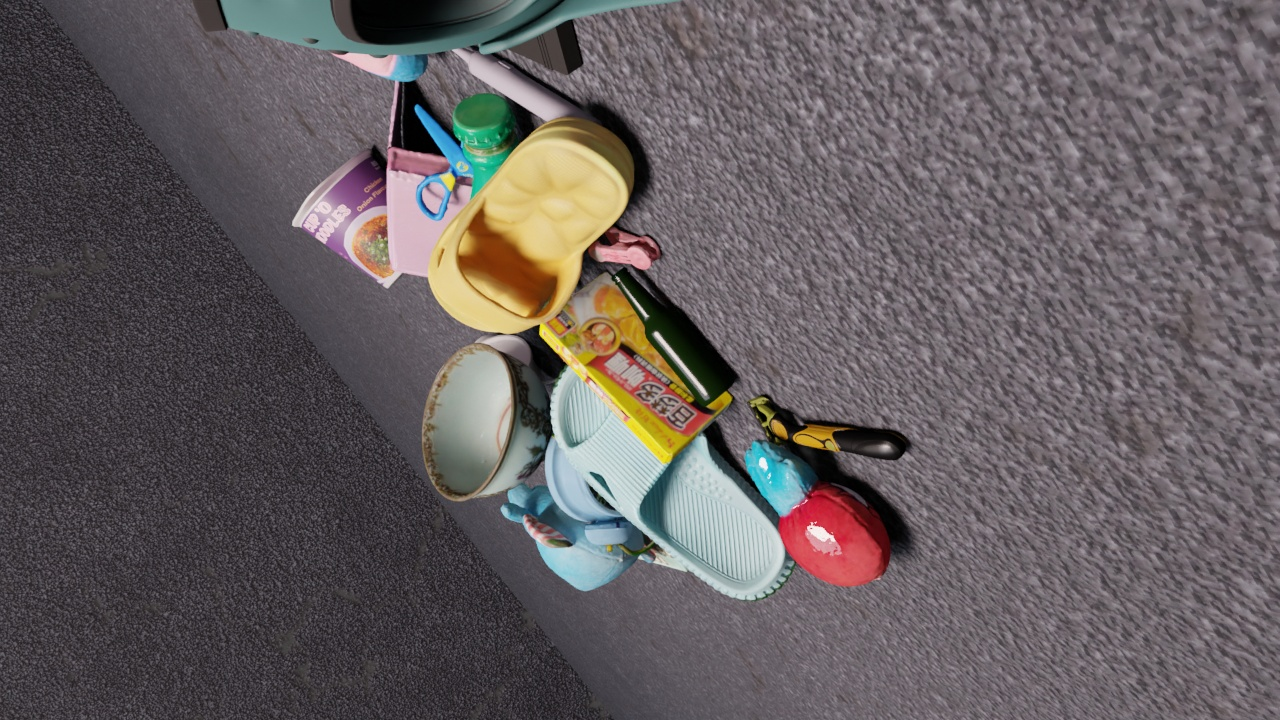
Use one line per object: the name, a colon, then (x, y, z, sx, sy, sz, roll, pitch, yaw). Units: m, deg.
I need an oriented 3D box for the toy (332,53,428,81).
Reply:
toy: (-0.227, -0.301, 0.658, 0.224, 0.098, 0.192, 52, 167, 15)

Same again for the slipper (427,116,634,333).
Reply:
slipper: (-0.094, -0.075, 0.673, 0.099, 0.078, 0.264, 30, 144, -17)

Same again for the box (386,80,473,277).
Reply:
box: (-0.201, -0.174, 0.904, 0.106, 0.115, 0.233, 10, 162, -10)

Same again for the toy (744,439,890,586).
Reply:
toy: (0.127, 0.111, 0.677, 0.133, 0.062, 0.092, 50, 152, 12)

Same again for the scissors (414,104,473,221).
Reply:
scissors: (-0.141, -0.160, 0.766, 0.123, 0.016, 0.126, 15, 132, -18)

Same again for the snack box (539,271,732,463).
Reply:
snack box: (-0.004, 0.004, 0.740, 0.152, 0.075, 0.025, 46, 157, 11)

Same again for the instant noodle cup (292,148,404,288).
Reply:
instant noodle cup: (-0.304, -0.151, 1.036, 0.122, 0.122, 0.136, 45, -172, -13)

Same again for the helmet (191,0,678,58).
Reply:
helmet: (-0.080, -0.208, 0.360, 0.275, 0.200, 0.177, -133, 35, -56)

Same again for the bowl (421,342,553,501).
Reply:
bowl: (-0.144, 0.068, 0.948, 0.093, 0.160, 0.160, 14, -172, -43)

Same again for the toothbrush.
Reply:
toothbrush: (-0.096, -0.202, 0.657, 0.188, 0.018, 0.019, 38, 150, 29)

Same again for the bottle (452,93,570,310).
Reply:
bottle: (-0.105, -0.119, 0.745, 0.068, 0.068, 0.210, 38, 156, 29)

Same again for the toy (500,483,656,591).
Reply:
toy: (-0.071, 0.169, 1.007, 0.183, 0.115, 0.181, 18, -169, -44)

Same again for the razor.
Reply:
razor: (0.127, 0.051, 0.635, 0.144, 0.021, 0.044, 4, 131, 59)

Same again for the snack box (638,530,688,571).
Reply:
snack box: (-0.020, 0.152, 1.062, 0.193, 0.044, 0.142, 55, 156, -12)

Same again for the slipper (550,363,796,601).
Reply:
slipper: (0.023, 0.105, 0.809, 0.276, 0.116, 0.069, 43, -169, 6)

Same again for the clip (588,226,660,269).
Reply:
clip: (-0.016, -0.081, 0.678, 0.060, 0.045, 0.023, 48, 168, 47)

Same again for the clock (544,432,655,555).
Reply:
clock: (-0.027, 0.120, 0.925, 0.060, 0.117, 0.162, -8, 115, 52)

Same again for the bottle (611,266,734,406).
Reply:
bottle: (0.022, -0.021, 0.706, 0.123, 0.033, 0.033, 50, 159, 1)

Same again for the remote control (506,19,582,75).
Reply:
remote control: (-0.091, -0.233, 0.601, 0.133, 0.013, 0.058, 35, 154, 35)

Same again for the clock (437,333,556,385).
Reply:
clock: (-0.180, 0.020, 1.070, 0.159, 0.119, 0.061, 17, 148, 38)
